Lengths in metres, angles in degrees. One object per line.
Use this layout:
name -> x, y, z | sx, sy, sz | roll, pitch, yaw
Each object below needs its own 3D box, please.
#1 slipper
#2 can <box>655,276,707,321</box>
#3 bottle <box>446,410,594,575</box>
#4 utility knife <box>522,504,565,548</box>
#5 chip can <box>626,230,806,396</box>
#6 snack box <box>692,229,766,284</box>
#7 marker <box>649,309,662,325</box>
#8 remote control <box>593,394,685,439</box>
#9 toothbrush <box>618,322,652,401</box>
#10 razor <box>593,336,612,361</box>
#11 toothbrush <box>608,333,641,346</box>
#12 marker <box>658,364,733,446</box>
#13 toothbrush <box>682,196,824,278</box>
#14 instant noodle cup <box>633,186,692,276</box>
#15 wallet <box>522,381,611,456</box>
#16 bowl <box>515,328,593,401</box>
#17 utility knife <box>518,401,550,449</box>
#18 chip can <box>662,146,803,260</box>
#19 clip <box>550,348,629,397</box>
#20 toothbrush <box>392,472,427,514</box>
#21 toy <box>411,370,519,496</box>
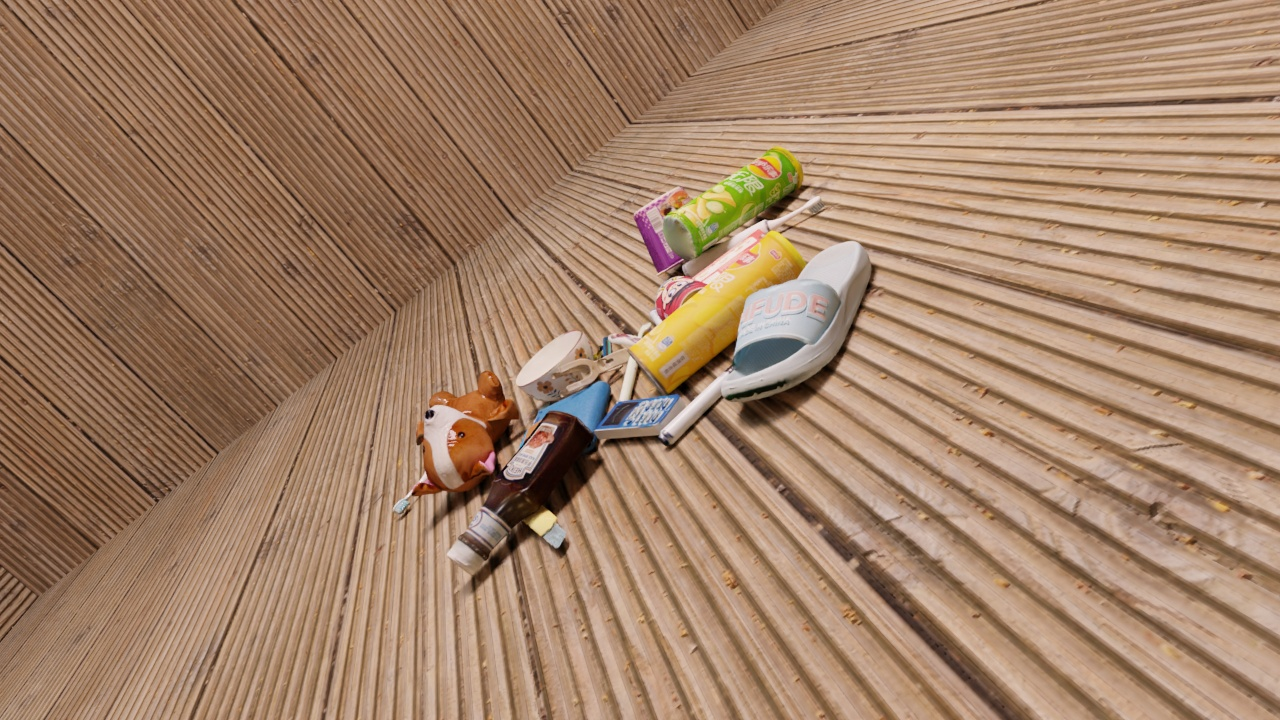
slipper -> 0.153, -0.051, 0.897 | 0.104, 0.074, 0.244 | -16, 27, 46
can -> 0.061, -0.064, 1.106 | 0.066, 0.066, 0.094 | -40, 19, -4
bottle -> -0.131, 0.140, 0.979 | 0.194, 0.044, 0.080 | -52, 28, -18
utility knife -> -0.111, 0.166, 0.966 | 0.031, 0.020, 0.195 | -49, 14, -12
chip can -> 0.088, -0.051, 1.022 | 0.213, 0.072, 0.072 | -40, 19, -1
snack box -> 0.107, -0.110, 1.192 | 0.153, 0.025, 0.075 | -36, 18, 6
marker -> 0.031, -0.044, 1.194 | 0.017, 0.017, 0.145 | -38, 19, 2
remote control -> -0.002, 0.063, 0.993 | 0.125, 0.024, 0.048 | -9, 35, 54
toothbrush -> -0.007, 0.007, 1.144 | 0.189, 0.020, 0.029 | -74, 9, -58
razor -> -0.072, 0.000, 1.278 | 0.143, 0.022, 0.042 | -17, 72, 55
toothbrush -> 0.013, -0.024, 1.137 | 0.016, 0.017, 0.188 | -42, 28, -25
marker -> 0.069, 0.039, 0.931 | 0.130, 0.018, 0.023 | -43, 29, -15
toothbrush -> 0.150, -0.167, 1.242 | 0.222, 0.026, 0.026 | -26, 33, 33
instant noodle cup -> 0.048, -0.192, 1.340 | 0.111, 0.099, 0.111 | -30, 3, 1
wallet -> -0.091, 0.081, 1.100 | 0.106, 0.040, 0.132 | -27, 21, 20
bowl -> -0.105, 0.017, 1.232 | 0.113, 0.062, 0.113 | -35, 18, 13
utility knife -> -0.137, 0.106, 1.151 | 0.034, 0.018, 0.206 | -27, 22, 19
chip can -> 0.128, -0.219, 1.279 | 0.220, 0.072, 0.073 | -36, 16, -24
clip -> -0.068, 0.015, 1.175 | 0.104, 0.034, 0.081 | -23, -6, -42
toothbrush -> -0.281, 0.138, 1.332 | 0.027, 0.026, 0.223 | 12, 50, 38
toy -> -0.236, 0.098, 1.214 | 0.140, 0.130, 0.199 | -25, 32, 21
